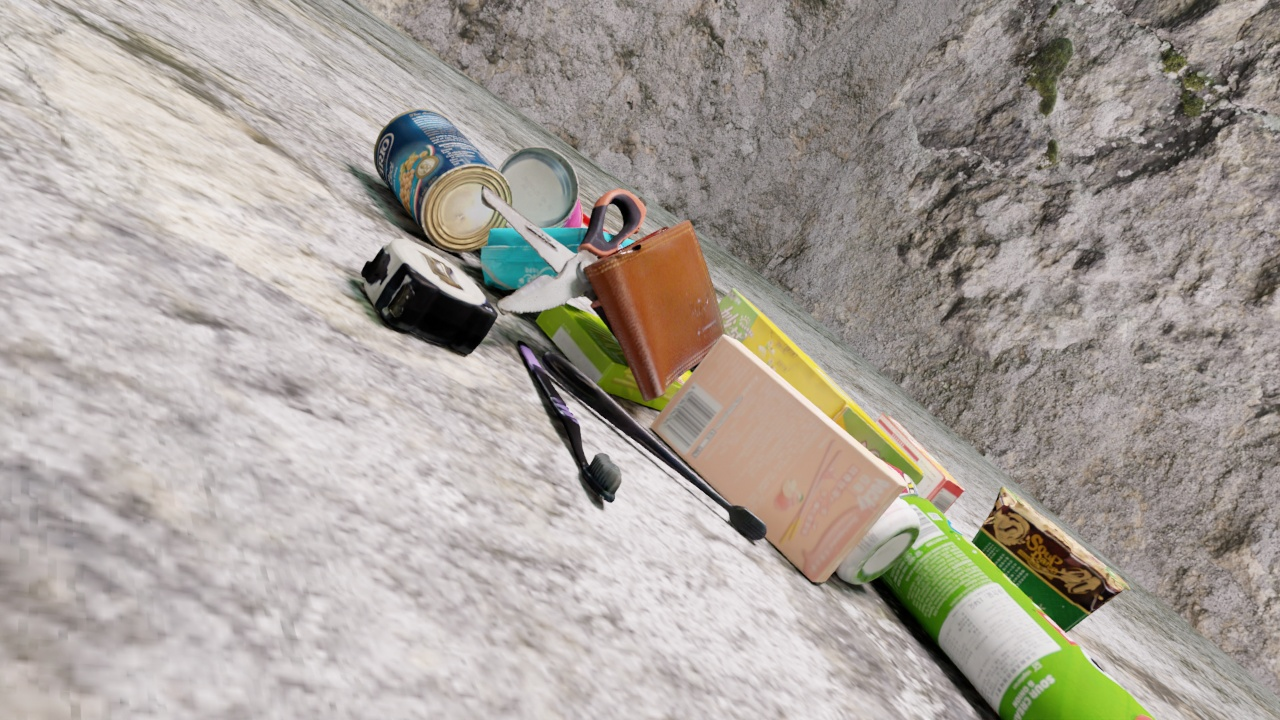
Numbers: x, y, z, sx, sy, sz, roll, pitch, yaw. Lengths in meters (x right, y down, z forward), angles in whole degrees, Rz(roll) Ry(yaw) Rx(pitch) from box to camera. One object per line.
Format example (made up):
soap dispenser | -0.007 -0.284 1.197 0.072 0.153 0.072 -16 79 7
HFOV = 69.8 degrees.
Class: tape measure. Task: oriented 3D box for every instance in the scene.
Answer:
tape measure | -0.122 -0.039 0.519 0.065 0.033 0.066 26 16 -49

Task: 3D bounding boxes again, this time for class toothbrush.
toothbrush | 0.007 0.053 0.583 0.181 0.016 0.018 39 6 7
toothbrush | -0.046 0.026 0.534 0.014 0.017 0.189 29 12 -32

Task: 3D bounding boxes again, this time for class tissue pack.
tissue pack | -0.058 -0.076 0.731 0.093 0.050 0.133 3 3 18

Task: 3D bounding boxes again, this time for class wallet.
wallet | 0.016 -0.037 0.648 0.124 0.032 0.101 -35 107 -55

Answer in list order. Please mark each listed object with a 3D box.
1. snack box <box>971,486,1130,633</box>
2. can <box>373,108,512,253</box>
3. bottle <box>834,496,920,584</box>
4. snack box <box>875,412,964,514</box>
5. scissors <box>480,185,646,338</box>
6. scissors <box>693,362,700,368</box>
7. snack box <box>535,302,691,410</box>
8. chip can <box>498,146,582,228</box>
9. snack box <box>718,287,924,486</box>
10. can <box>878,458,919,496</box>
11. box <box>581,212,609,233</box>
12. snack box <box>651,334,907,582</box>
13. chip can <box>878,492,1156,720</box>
snack box | 0.310 0.180 0.749 0.118 0.106 0.117 43 11 25
can | -0.156 -0.142 0.722 0.075 0.075 0.111 24 17 -47
bottle | 0.112 0.069 0.665 0.068 0.068 0.197 21 23 -52
snack box | 0.250 0.115 0.901 0.027 0.077 0.155 33 12 -17
scissors | -0.028 -0.055 0.635 0.189 0.015 0.224 61 34 -15
scissors | 0.084 0.019 0.955 0.174 0.012 0.162 34 11 -20
snack box | -0.004 0.004 0.714 0.156 0.026 0.086 23 19 -51
chip can | -0.089 -0.143 0.841 0.071 0.071 0.210 36 1 -5
snack box | 0.154 0.040 0.876 0.157 0.070 0.210 37 10 -39
can | 0.169 0.105 0.723 0.093 0.066 0.066 26 16 -41
box | -0.021 -0.119 1.130 0.201 0.039 0.158 38 12 2
snack box | 0.088 0.062 0.609 0.157 0.084 0.026 43 10 26
chip can | 0.234 0.181 0.602 0.072 0.072 0.236 29 13 -33
